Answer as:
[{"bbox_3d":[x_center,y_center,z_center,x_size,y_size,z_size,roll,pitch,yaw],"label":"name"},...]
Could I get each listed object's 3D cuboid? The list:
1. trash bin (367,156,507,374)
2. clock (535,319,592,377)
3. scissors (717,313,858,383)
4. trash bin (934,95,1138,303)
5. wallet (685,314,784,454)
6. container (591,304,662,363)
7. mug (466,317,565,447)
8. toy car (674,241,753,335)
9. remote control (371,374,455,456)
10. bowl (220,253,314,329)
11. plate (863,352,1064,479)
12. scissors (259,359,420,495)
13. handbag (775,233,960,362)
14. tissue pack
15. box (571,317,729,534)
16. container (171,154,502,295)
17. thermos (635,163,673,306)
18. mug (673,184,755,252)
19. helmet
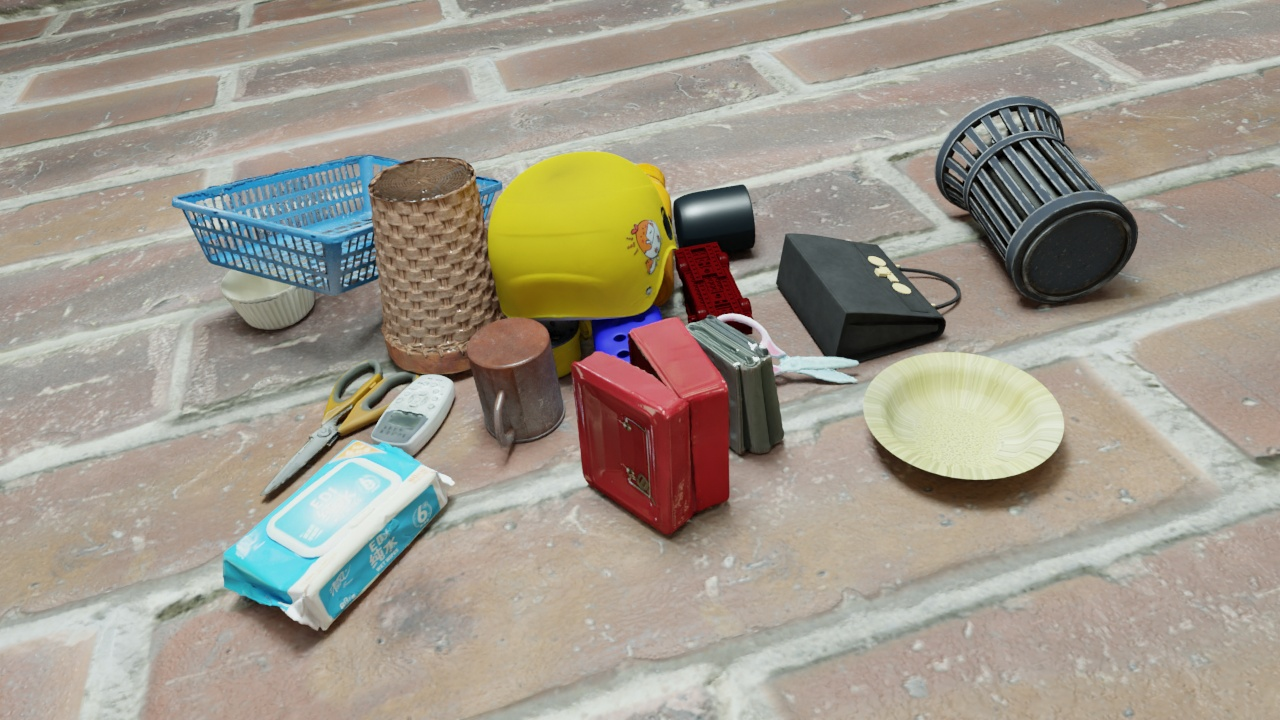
[{"bbox_3d":[-0.239,-0.110,1.062,0.151,0.210,0.151,-3,34,2],"label":"trash bin"},{"bbox_3d":[-0.104,-0.029,1.072,0.083,0.057,0.118,9,42,20],"label":"clock"},{"bbox_3d":[0.156,-0.011,1.000,0.178,0.016,0.101,-1,83,2],"label":"scissors"},{"bbox_3d":[0.473,-0.189,1.101,0.164,0.164,0.227,-8,42,0],"label":"trash bin"},{"bbox_3d":[0.092,0.025,0.915,0.054,0.132,0.100,-36,45,-26],"label":"wallet"},{"bbox_3d":[-0.006,0.006,0.992,0.084,0.085,0.113,-9,38,-3],"label":"container"},{"bbox_3d":[-0.135,0.030,0.967,0.096,0.110,0.122,-4,38,12],"label":"mug"},{"bbox_3d":[0.085,-0.074,1.093,0.070,0.062,0.169,-11,39,-4],"label":"toy car"},{"bbox_3d":[-0.246,0.059,1.009,0.060,0.028,0.114,9,42,20],"label":"remote control"},{"bbox_3d":[-0.480,-0.087,1.202,0.115,0.063,0.115,-5,39,4],"label":"bowl"},{"bbox_3d":[0.314,0.063,0.906,0.184,0.036,0.184,-5,38,3],"label":"plate"},{"bbox_3d":[-0.347,0.070,1.020,0.114,0.016,0.228,19,45,27],"label":"scissors"},{"bbox_3d":[0.288,-0.081,1.085,0.195,0.072,0.175,-5,37,-14],"label":"handbag"},{"bbox_3d":[-0.279,0.155,0.870,0.117,0.066,0.208,18,43,27],"label":"tissue pack"},{"bbox_3d":[0.027,0.060,0.866,0.126,0.158,0.137,-29,45,-31],"label":"box"},{"bbox_3d":[-0.380,-0.185,1.211,0.257,0.089,0.361,15,25,21],"label":"container"},{"bbox_3d":[-0.004,-0.169,1.197,0.091,0.076,0.232,-3,45,4],"label":"thermos"},{"bbox_3d":[0.094,-0.185,1.226,0.094,0.085,0.121,-10,11,-3],"label":"mug"},{"bbox_3d":[-0.071,-0.161,1.019,0.209,0.140,0.239,0,48,17],"label":"helmet"}]
